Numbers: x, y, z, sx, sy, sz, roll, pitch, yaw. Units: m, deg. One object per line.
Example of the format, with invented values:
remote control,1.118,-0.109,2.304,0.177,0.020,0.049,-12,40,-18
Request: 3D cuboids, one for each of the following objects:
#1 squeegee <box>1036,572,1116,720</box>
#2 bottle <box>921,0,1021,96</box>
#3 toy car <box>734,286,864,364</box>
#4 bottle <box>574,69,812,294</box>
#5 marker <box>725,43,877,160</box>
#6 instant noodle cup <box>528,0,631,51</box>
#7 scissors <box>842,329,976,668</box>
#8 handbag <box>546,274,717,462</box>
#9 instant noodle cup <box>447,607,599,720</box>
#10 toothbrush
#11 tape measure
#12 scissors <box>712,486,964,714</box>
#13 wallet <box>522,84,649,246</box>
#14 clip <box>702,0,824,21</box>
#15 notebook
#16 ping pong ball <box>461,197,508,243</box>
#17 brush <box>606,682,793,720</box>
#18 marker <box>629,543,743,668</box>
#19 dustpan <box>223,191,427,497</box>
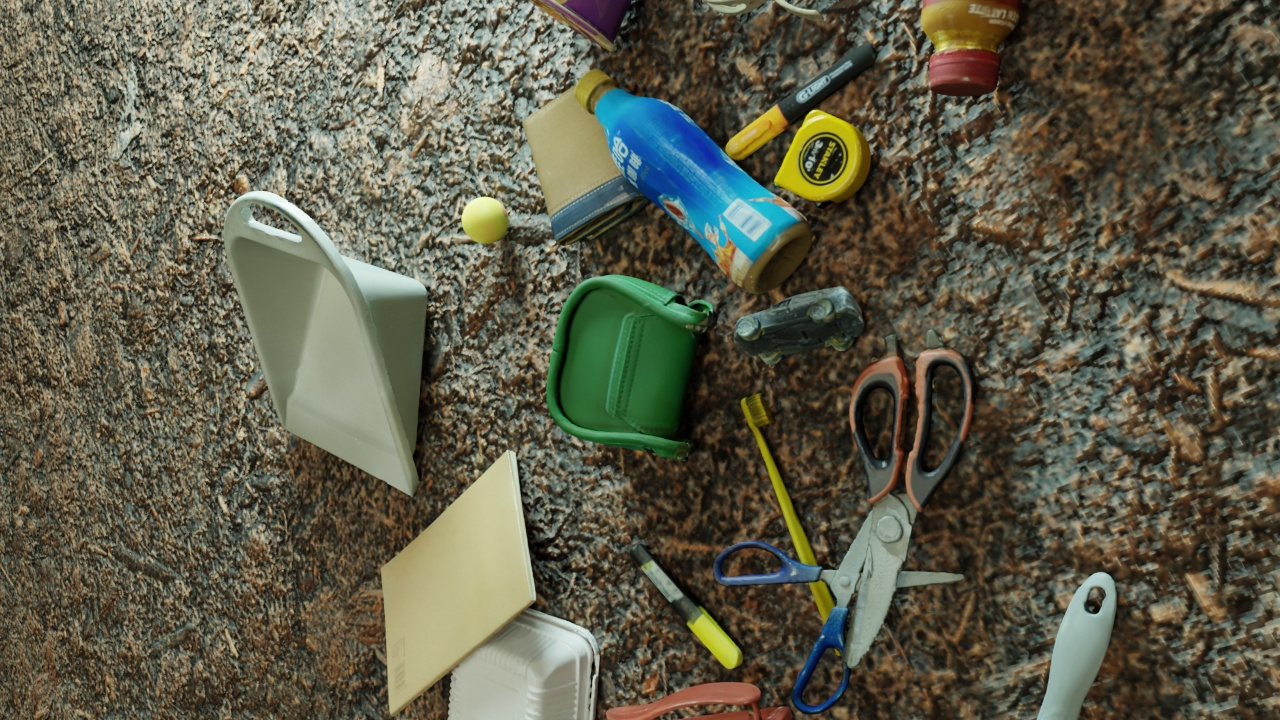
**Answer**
squeegee,0.241,0.245,0.549,0.247,0.039,0.247,18,101,33
bottle,0.203,-0.251,0.552,0.058,0.057,0.175,7,95,34
toy car,0.108,-0.025,0.633,0.091,0.043,0.034,-15,56,31
bottle,0.029,-0.138,0.667,0.218,0.065,0.065,46,115,23
marker,0.111,-0.180,0.643,0.124,0.015,0.018,-32,77,29
instant noodle cup,-0.043,-0.308,0.696,0.111,0.111,0.099,39,105,28
scissors,0.153,0.092,0.604,0.211,0.015,0.177,-45,66,18
handbag,-0.004,0.004,0.694,0.120,0.067,0.131,16,100,33
instant noodle cup,-0.109,0.304,0.780,0.138,0.060,0.173,8,97,34
toothbrush,0.112,0.113,0.649,0.017,0.015,0.190,-25,77,26
tape measure,0.128,-0.135,0.624,0.057,0.028,0.060,34,110,30
scissors,0.127,0.156,0.624,0.162,0.012,0.176,16,92,24
wallet,-0.047,-0.161,0.743,0.090,0.033,0.115,-26,76,29
clip,0.086,-0.267,0.648,0.101,0.034,0.076,17,99,28
notebook,-0.167,0.197,0.808,0.212,0.012,0.149,-43,43,27
ping pong ball,-0.135,-0.122,0.798,0.040,0.040,0.040,1,91,35
brush,0.037,0.278,0.676,0.146,0.063,0.069,-22,90,35
marker,0.034,0.187,0.707,0.124,0.015,0.018,44,113,29
dustpan,-0.314,-0.021,0.866,0.223,0.142,0.258,19,100,33
